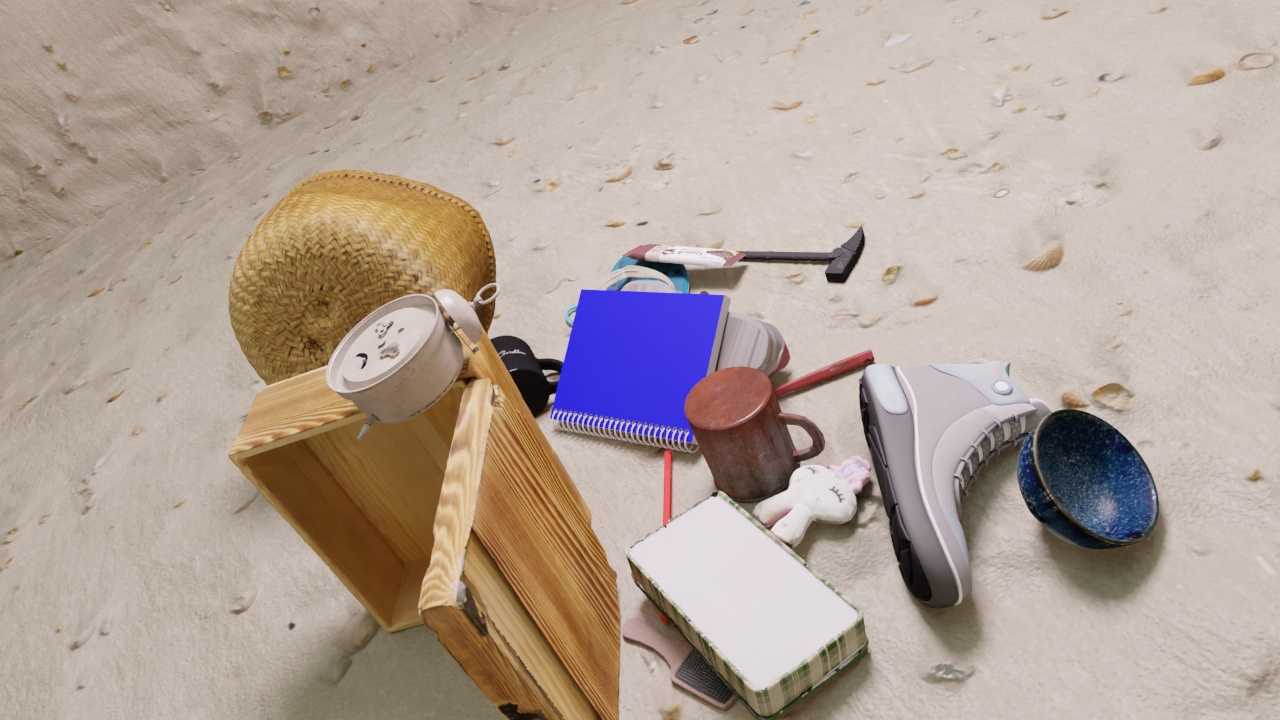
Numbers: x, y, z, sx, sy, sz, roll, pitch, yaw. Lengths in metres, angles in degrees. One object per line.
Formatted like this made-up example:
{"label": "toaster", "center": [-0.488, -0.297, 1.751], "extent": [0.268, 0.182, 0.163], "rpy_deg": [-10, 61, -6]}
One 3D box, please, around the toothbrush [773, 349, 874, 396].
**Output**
{"label": "toothbrush", "center": [0.161, 0.032, 0.984], "extent": [0.190, 0.016, 0.016], "rpy_deg": [-22, 40, 4]}

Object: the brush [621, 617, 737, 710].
{"label": "brush", "center": [0.033, 0.249, 0.787], "extent": [0.136, 0.015, 0.049], "rpy_deg": [14, 51, 42]}

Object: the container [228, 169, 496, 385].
{"label": "container", "center": [-0.339, -0.067, 1.133], "extent": [0.307, 0.307, 0.196], "rpy_deg": [-16, 26, 13]}

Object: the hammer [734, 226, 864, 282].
{"label": "hammer", "center": [0.138, -0.145, 1.222], "extent": [0.326, 0.015, 0.094], "rpy_deg": [6, 47, 37]}

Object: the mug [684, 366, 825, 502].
{"label": "mug", "center": [0.114, 0.070, 0.889], "extent": [0.123, 0.110, 0.096], "rpy_deg": [-9, 44, 23]}

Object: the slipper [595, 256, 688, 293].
{"label": "slipper", "center": [0.000, -0.072, 1.171], "extent": [0.118, 0.060, 0.294], "rpy_deg": [-8, 39, 12]}

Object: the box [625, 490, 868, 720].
{"label": "box", "center": [0.083, 0.200, 0.777], "extent": [0.117, 0.051, 0.205], "rpy_deg": [-31, 36, -20]}

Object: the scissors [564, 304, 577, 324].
{"label": "scissors", "center": [-0.049, -0.051, 1.224], "extent": [0.076, 0.015, 0.141], "rpy_deg": [-29, 41, -10]}

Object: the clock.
{"label": "clock", "center": [-0.173, -0.009, 0.733], "extent": [0.157, 0.061, 0.103], "rpy_deg": [-38, 37, -5]}

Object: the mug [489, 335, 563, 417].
{"label": "mug", "center": [-0.144, 0.021, 1.140], "extent": [0.113, 0.078, 0.088], "rpy_deg": [-7, 31, -19]}

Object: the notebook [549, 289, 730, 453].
{"label": "notebook", "center": [-0.006, 0.006, 1.034], "extent": [0.209, 0.022, 0.171], "rpy_deg": [6, 79, 40]}

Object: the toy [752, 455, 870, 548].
{"label": "toy", "center": [0.161, 0.126, 0.847], "extent": [0.122, 0.038, 0.079], "rpy_deg": [-31, 29, -12]}

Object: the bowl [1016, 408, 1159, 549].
{"label": "bowl", "center": [0.345, 0.103, 0.733], "extent": [0.114, 0.061, 0.114], "rpy_deg": [10, 55, -15]}

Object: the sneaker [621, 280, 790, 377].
{"label": "sneaker", "center": [0.070, -0.029, 1.056], "extent": [0.236, 0.089, 0.099], "rpy_deg": [24, 92, 41]}

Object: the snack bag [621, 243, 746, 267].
{"label": "snack bag", "center": [0.057, -0.140, 1.212], "extent": [0.158, 0.013, 0.056], "rpy_deg": [9, 27, 28]}

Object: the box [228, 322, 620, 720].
{"label": "box", "center": [-0.167, 0.179, 0.776], "extent": [0.286, 0.279, 0.335], "rpy_deg": [-19, 35, 9]}

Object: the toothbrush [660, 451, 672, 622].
{"label": "toothbrush", "center": [0.031, 0.165, 0.897], "extent": [0.018, 0.012, 0.212], "rpy_deg": [-6, 38, 7]}

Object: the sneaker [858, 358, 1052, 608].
{"label": "sneaker", "center": [0.284, 0.091, 0.786], "extent": [0.160, 0.093, 0.256], "rpy_deg": [-10, 39, 7]}
